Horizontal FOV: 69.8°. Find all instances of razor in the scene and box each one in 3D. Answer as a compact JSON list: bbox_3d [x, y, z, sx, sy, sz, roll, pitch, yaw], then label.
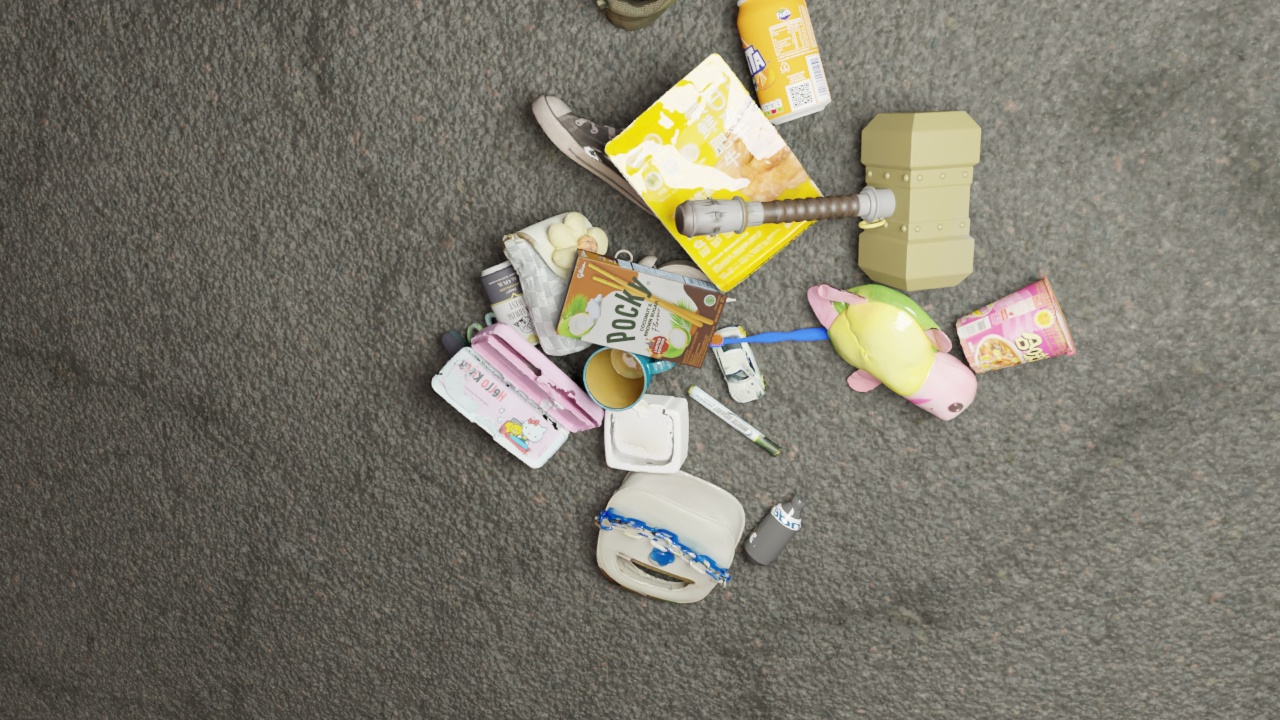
[{"bbox_3d":[-0.224,0.017,1.265,0.052,0.047,0.143,-42,91,16],"label":"razor"}]

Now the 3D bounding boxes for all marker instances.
[{"bbox_3d":[0.124,0.080,1.215,0.146,0.017,0.017,36,111,2],"label":"marker"}]

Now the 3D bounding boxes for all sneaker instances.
[{"bbox_3d":[-0.015,-0.274,1.107,0.235,0.095,0.120,36,109,5],"label":"sneaker"},{"bbox_3d":[0.041,-0.458,1.009,0.238,0.142,0.101,-30,96,20],"label":"sneaker"}]

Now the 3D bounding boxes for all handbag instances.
[{"bbox_3d":[0.031,0.256,1.257,0.201,0.092,0.200,20,117,8],"label":"handbag"},{"bbox_3d":[-0.087,-0.097,1.161,0.124,0.112,0.171,-4,110,42],"label":"handbag"}]

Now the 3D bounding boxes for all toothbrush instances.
[{"bbox_3d":[0.171,-0.031,1.151,0.182,0.018,0.016,-4,64,3],"label":"toothbrush"}]

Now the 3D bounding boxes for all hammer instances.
[{"bbox_3d":[0.195,-0.166,0.996,0.324,0.100,0.190,-7,107,-16],"label":"hammer"}]

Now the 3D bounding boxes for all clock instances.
[{"bbox_3d":[0.034,-0.091,1.165,0.157,0.061,0.104,36,112,-6],"label":"clock"}]

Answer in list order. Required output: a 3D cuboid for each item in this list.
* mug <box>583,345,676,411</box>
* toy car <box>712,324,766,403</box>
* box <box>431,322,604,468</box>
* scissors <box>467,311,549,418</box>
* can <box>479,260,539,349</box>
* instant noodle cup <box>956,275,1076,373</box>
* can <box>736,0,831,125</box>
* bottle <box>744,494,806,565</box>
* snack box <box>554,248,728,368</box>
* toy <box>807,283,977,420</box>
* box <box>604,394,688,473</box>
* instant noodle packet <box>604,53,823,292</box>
[{"bbox_3d":[-0.007,0.007,1.180,0.112,0.104,0.084,-12,103,15],"label":"mug"},{"bbox_3d":[0.126,0.006,1.184,0.048,0.033,0.105,-20,101,17],"label":"toy car"},{"bbox_3d":[-0.158,0.042,1.222,0.150,0.073,0.201,-33,117,26],"label":"box"},{"bbox_3d":[-0.182,0.017,1.278,0.078,0.032,0.175,-23,98,24],"label":"scissors"},{"bbox_3d":[-0.162,-0.069,1.219,0.064,0.064,0.127,-19,101,19],"label":"can"},{"bbox_3d":[0.432,-0.035,1.066,0.109,0.097,0.098,-21,100,27],"label":"instant noodle cup"},{"bbox_3d":[0.162,-0.347,1.044,0.079,0.079,0.142,-14,102,18],"label":"can"},{"bbox_3d":[0.183,0.225,1.227,0.047,0.046,0.113,34,111,3],"label":"bottle"},{"bbox_3d":[0.000,-0.061,1.107,0.186,0.031,0.101,13,113,-13],"label":"snack box"},{"bbox_3d":[0.301,-0.018,1.090,0.238,0.087,0.191,37,149,-3],"label":"toy"},{"bbox_3d":[0.007,0.097,1.220,0.107,0.076,0.102,3,108,11],"label":"box"},{"bbox_3d":[0.085,-0.213,1.045,0.163,0.084,0.221,-38,120,10],"label":"instant noodle packet"}]
